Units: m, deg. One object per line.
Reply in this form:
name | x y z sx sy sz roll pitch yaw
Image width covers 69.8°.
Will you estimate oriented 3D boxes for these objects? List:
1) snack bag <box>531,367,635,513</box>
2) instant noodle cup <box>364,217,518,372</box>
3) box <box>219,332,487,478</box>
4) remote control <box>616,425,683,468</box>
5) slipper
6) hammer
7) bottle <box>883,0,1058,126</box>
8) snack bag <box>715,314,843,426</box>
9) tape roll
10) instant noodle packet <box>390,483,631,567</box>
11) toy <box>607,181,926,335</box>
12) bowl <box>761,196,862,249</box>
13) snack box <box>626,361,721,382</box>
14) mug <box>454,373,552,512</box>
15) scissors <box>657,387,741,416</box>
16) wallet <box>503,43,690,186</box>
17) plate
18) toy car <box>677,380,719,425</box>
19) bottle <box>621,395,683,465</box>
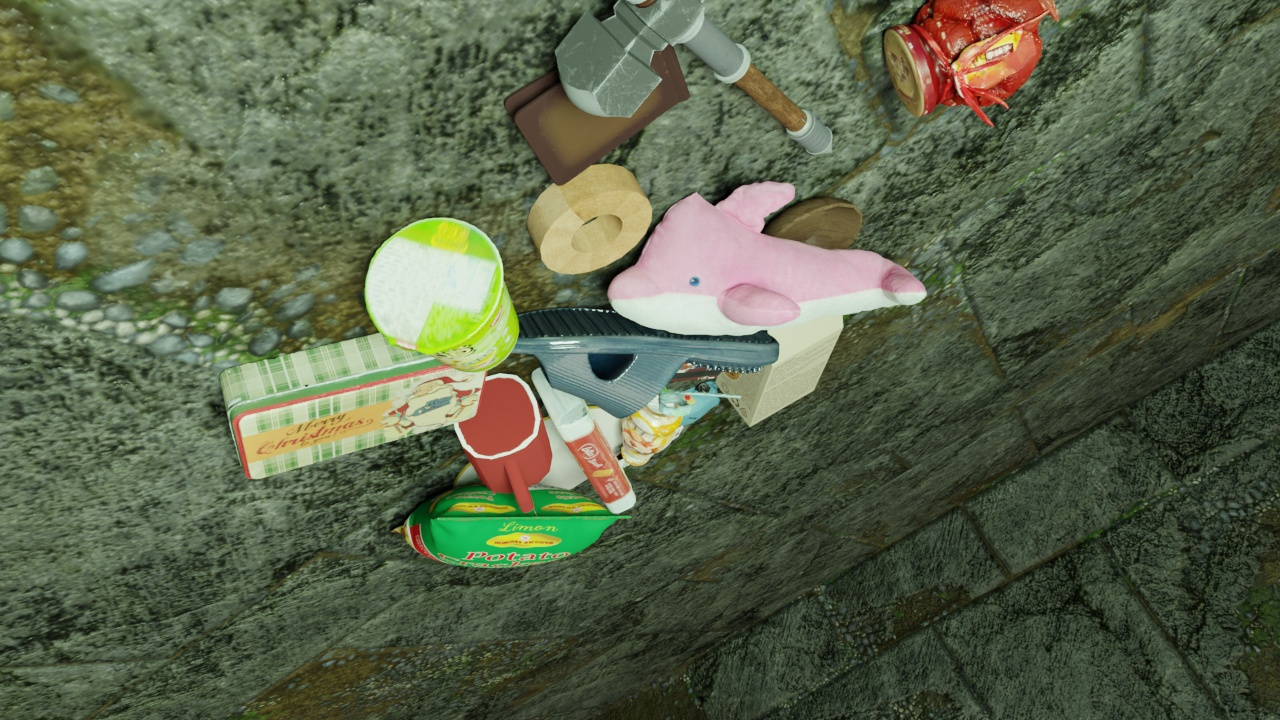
snack bag | -0.055 0.086 0.964 0.041 0.077 0.225 -29 147 -2
instant noodle cup | -0.136 -0.039 0.679 0.099 0.099 0.108 -27 163 -1
box | -0.230 0.031 0.759 0.205 0.050 0.118 -14 150 -25
remote control | 0.001 0.112 1.150 0.124 0.012 0.028 -27 157 -30
slipper | -0.005 0.005 0.808 0.263 0.101 0.083 2 109 -20
hammer | 0.080 -0.195 0.646 0.156 0.043 0.321 -46 154 18
bottle | 0.248 -0.231 0.676 0.111 0.099 0.099 -23 155 5
snack bag | 0.152 -0.022 0.990 0.094 0.070 0.207 -28 155 -19
tape roll | -0.039 -0.108 0.709 0.094 0.027 0.094 -22 154 -12
instant noodle packet | -0.150 0.178 0.991 0.195 0.090 0.253 4 166 -24
toy | 0.104 -0.086 0.776 0.265 0.128 0.186 -1 -170 -12
bowl | 0.152 -0.118 0.873 0.117 0.030 0.118 -22 154 -12
snack box | 0.024 -0.007 0.930 0.140 0.051 0.032 -4 146 -40
mug | -0.126 0.085 0.881 0.080 0.116 0.097 -19 154 -8
scissors | 0.018 0.030 0.930 0.171 0.021 0.172 4 -173 -2
wallet | -0.026 -0.175 0.615 0.115 0.018 0.091 -33 154 2
plate | -0.109 0.127 1.084 0.229 0.021 0.230 -22 154 -12
toy car | 0.049 0.063 1.111 0.107 0.027 0.060 -22 154 -13
bottle | 0.008 0.079 1.056 0.063 0.063 0.109 -13 147 -28
